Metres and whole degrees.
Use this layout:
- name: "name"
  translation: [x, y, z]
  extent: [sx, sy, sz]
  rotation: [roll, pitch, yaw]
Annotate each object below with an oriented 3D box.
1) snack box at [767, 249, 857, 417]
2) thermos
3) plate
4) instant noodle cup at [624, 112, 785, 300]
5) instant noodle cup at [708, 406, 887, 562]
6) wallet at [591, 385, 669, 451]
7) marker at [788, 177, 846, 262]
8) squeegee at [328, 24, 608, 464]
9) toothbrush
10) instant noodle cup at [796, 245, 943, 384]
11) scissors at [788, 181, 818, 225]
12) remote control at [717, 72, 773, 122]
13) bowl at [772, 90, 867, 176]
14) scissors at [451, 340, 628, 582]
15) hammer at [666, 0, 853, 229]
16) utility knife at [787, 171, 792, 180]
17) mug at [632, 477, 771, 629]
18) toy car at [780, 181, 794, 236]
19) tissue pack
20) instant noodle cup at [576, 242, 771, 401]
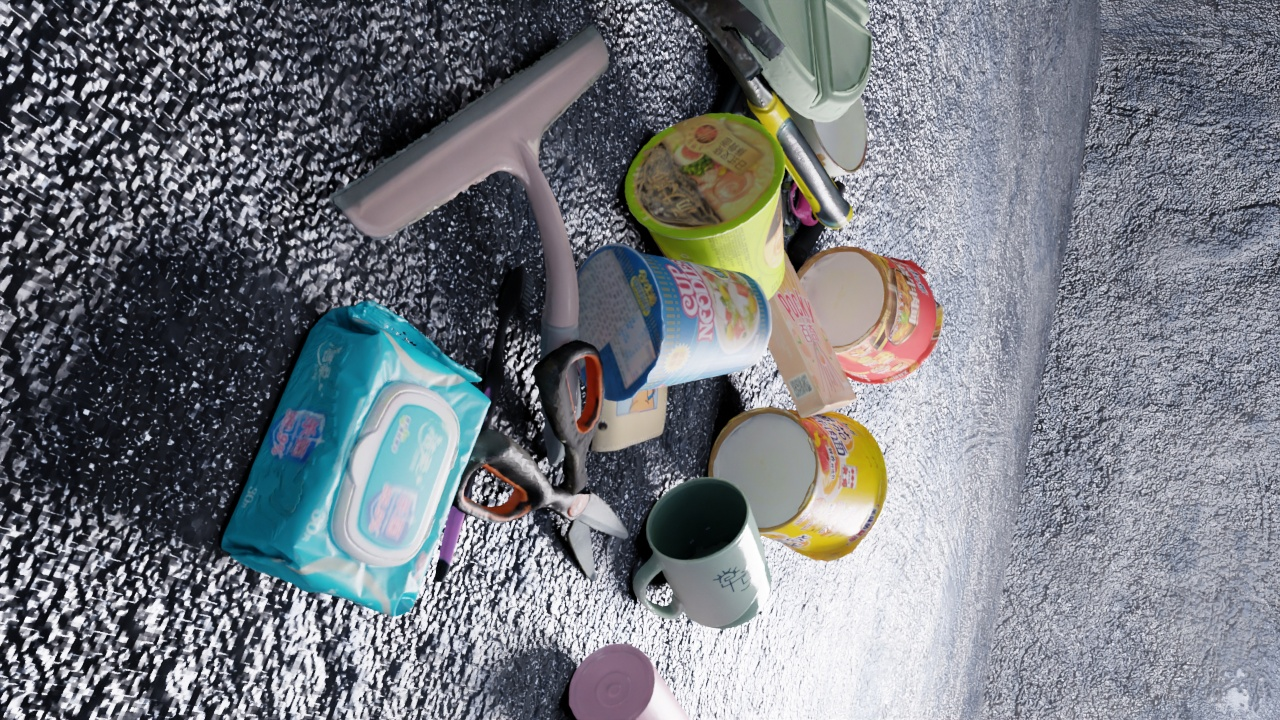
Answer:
- name: "snack box"
  translation: [0.134, -0.028, 0.808]
  extent: [0.084, 0.026, 0.157]
  rotation: [-5, 69, -59]
- name: "thermos"
  translation: [0.019, 0.289, 0.709]
  extent: [0.087, 0.067, 0.199]
  rotation: [-33, 131, -7]
- name: "plate"
  translation: [0.134, -0.313, 0.758]
  extent: [0.230, 0.028, 0.230]
  rotation: [17, 68, -47]
- name: "instant noodle cup"
  translation: [0.059, -0.098, 0.676]
  extent: [0.111, 0.112, 0.123]
  rotation: [-68, 154, -24]
- name: "instant noodle cup"
  translation: [0.134, 0.103, 0.817]
  extent: [0.109, 0.138, 0.138]
  rotation: [19, 80, -51]
- name: "wallet"
  translation: [-0.004, 0.004, 0.666]
  extent: [0.087, 0.024, 0.115]
  rotation: [-6, 100, -53]
- name: "marker"
  translation: [0.184, -0.147, 0.950]
  extent: [0.022, 0.020, 0.131]
  rotation: [58, 46, -26]
- name: "squeegee"
  translation: [-0.053, -0.032, 0.528]
  extent: [0.246, 0.040, 0.250]
  rotation: [-56, 149, -47]
- name: "toothbrush"
  translation: [-0.091, 0.035, 0.535]
  extent: [0.017, 0.014, 0.189]
  rotation: [28, 73, -58]
- name: "instant noodle cup"
  translation: [0.219, -0.050, 0.931]
  extent: [0.108, 0.138, 0.138]
  rotation: [15, 84, -50]
- name: "scissors"
  translation: [0.173, -0.201, 0.923]
  extent: [0.056, 0.017, 0.133]
  rotation: [24, 71, -43]
- name: "remote control"
  translation: [0.079, -0.195, 0.758]
  extent: [0.053, 0.024, 0.136]
  rotation: [53, 53, -51]
- name: "bowl"
  translation: [0.151, -0.216, 0.825]
  extent: [0.113, 0.062, 0.113]
  rotation: [16, 69, -49]
- name: "scissors"
  translation: [-0.038, 0.072, 0.579]
  extent: [0.229, 0.022, 0.190]
  rotation: [15, 103, -59]
- name: "hammer"
  translation: [0.098, -0.183, 0.690]
  extent: [0.032, 0.126, 0.323]
  rotation: [-46, 144, 7]
- name: "utility knife"
  translation: [0.152, -0.256, 0.882]
  extent: [0.030, 0.018, 0.166]
  rotation: [-10, 101, -64]
- name: "mug"
  translation: [0.047, 0.167, 0.740]
  extent: [0.111, 0.082, 0.106]
  rotation: [-33, 131, -15]
- name: "toy car"
  translation: [0.105, -0.129, 0.794]
  extent: [0.120, 0.045, 0.053]
  rotation: [-27, 114, -67]
- name: "tissue pack"
  translation: [-0.128, 0.047, 0.438]
  extent: [0.093, 0.050, 0.133]
  rotation: [40, 62, -54]
- name: "instant noodle cup"
  translation: [0.023, -0.026, 0.601]
  extent: [0.109, 0.099, 0.099]
  rotation: [-4, 100, -39]
